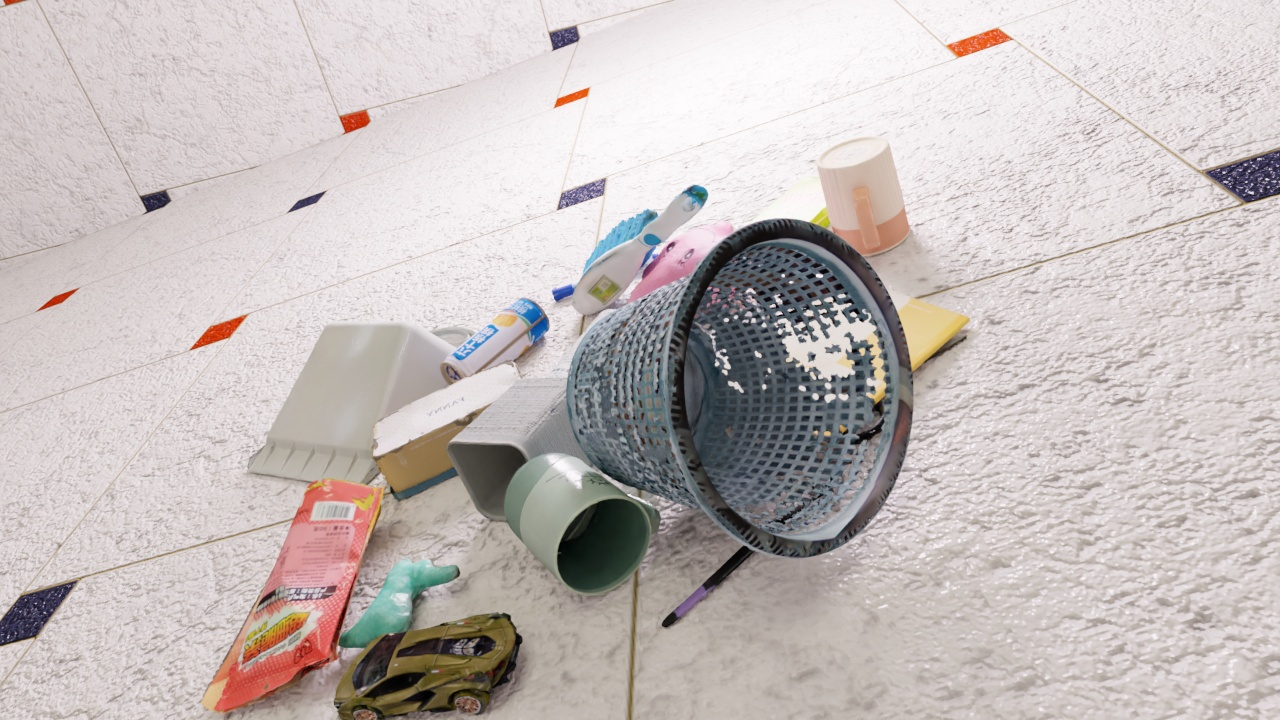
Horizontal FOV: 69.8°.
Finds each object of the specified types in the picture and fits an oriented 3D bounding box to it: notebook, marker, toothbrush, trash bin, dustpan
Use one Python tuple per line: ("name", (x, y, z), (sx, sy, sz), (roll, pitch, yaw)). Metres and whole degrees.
("notebook", (0.173, -0.010, 0.820), (0.205, 0.010, 0.146), (-34, 42, -28))
("marker", (-0.044, -0.107, 1.172), (0.146, 0.017, 0.016), (-19, 29, 7))
("toothbrush", (0.085, 0.134, 0.684), (0.188, 0.017, 0.014), (-37, 26, -20))
("trash bin", (0.055, 0.023, 0.686), (0.226, 0.226, 0.195), (-41, 19, -30))
("dustpan", (-0.310, 0.046, 1.114), (0.223, 0.142, 0.257), (2, 67, 37))

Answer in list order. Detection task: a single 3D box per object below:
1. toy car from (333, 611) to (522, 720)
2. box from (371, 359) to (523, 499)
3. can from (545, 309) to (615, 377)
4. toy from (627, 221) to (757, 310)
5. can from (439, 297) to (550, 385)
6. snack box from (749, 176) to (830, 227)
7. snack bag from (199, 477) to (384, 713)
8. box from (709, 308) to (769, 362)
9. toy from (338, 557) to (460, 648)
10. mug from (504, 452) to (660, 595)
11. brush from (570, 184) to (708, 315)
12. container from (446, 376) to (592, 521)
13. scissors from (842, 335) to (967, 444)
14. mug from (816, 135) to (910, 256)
("toy car", (-0.160, 0.227, 0.678), (0.158, 0.042, 0.070), (-17, 29, 16))
("box", (-0.195, 0.071, 0.942), (0.184, 0.060, 0.089), (-26, 29, -2))
("can", (-0.053, 0.009, 0.943), (0.058, 0.058, 0.146), (-1, 36, 34))
("toy", (0.062, -0.095, 1.017), (0.178, 0.074, 0.194), (-32, 25, -7))
("can", (-0.169, -0.016, 1.072), (0.053, 0.053, 0.134), (9, 42, 44))
("snack box", (0.193, -0.177, 1.113), (0.086, 0.026, 0.156), (12, 44, 45))
("snack bag", (-0.290, 0.198, 0.798), (0.129, 0.073, 0.207), (-22, 33, 17))
("box", (0.088, -0.002, 0.870), (0.070, 0.056, 0.163), (11, 38, 12))
("toy", (-0.197, 0.197, 0.762), (0.097, 0.030, 0.091), (-15, 32, 23))
("mug", (-0.042, 0.124, 0.734), (0.111, 0.082, 0.106), (-3, 17, -32))
("brush", (0.001, -0.131, 1.012), (0.316, 0.060, 0.109), (-40, 18, 51))
("container", (-0.098, 0.076, 0.835), (0.090, 0.090, 0.114), (-1, 32, 33))
("scissors", (0.204, 0.017, 0.797), (0.178, 0.014, 0.159), (-14, 30, 14))
("mug", (0.240, -0.171, 0.987), (0.082, 0.106, 0.114), (-12, 30, 19))
